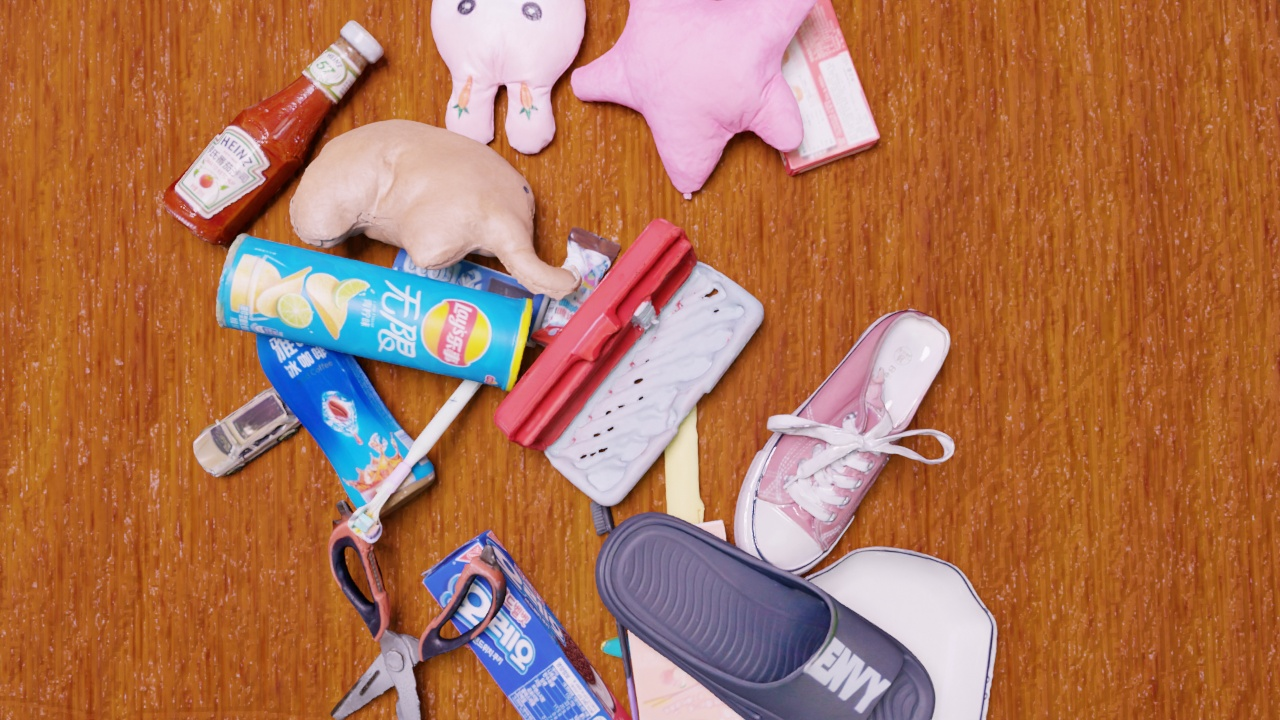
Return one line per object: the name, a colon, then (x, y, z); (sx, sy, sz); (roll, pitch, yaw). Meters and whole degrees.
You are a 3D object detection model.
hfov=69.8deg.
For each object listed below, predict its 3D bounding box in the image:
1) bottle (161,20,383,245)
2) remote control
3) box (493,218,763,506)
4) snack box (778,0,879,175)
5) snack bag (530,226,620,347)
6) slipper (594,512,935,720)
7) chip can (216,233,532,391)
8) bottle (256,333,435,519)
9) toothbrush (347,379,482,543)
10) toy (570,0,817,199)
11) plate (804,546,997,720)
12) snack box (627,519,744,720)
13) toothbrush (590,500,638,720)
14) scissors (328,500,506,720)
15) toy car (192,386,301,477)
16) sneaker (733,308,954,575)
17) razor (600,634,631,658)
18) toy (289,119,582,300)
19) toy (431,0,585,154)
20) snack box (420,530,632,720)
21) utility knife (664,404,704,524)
bottle: (-0.283, -0.180, 0.719); (0.060, 0.060, 0.206); (43, 89, 2)
remote control: (-0.136, -0.053, 0.729); (0.125, 0.024, 0.049); (20, 88, -2)
box: (-0.005, 0.003, 0.685); (0.100, 0.094, 0.201); (38, 88, 19)
snack box: (0.129, -0.231, 0.731); (0.075, 0.025, 0.153); (-20, 87, 1)
snack bag: (-0.053, -0.052, 0.726); (0.045, 0.026, 0.105); (22, 85, -22)
slipper: (0.090, 0.199, 0.640); (0.268, 0.083, 0.110); (31, 77, -1)
chip can: (-0.188, -0.034, 0.667); (0.210, 0.071, 0.071); (13, 88, -10)
bottle: (-0.244, 0.020, 0.708); (0.065, 0.065, 0.218); (-36, 88, -1)
toothbrush: (-0.152, 0.053, 0.688); (0.020, 0.029, 0.189); (5, 49, 37)
toy: (0.036, -0.215, 0.706); (0.195, 0.074, 0.179); (13, 109, 18)
plate: (0.178, 0.275, 0.708); (0.162, 0.034, 0.265); (9, 88, 1)
snack box: (0.033, 0.205, 0.691); (0.084, 0.026, 0.157); (-8, 81, -1)
toothbrush: (-0.018, 0.196, 0.705); (0.017, 0.014, 0.189); (-13, 73, 11)
scissors: (-0.174, 0.205, 0.684); (0.189, 0.015, 0.225); (-10, 100, 22)
toy car: (-0.312, 0.056, 0.724); (0.090, 0.035, 0.042); (-34, 87, 2)
sneaker: (0.154, 0.062, 0.688); (0.118, 0.088, 0.241); (36, 90, 2)
razor: (0.035, 0.225, 0.714); (0.132, 0.028, 0.043); (2, 84, 0)
toy: (-0.143, -0.115, 0.688); (0.226, 0.083, 0.143); (15, 55, 8)
toy: (-0.105, -0.246, 0.725); (0.121, 0.054, 0.159); (3, 96, 2)
snack box: (-0.082, 0.228, 0.701); (0.057, 0.058, 0.207); (-37, 88, 0)
utility knife: (0.034, 0.061, 0.726); (0.031, 0.019, 0.178); (-1, 91, -3)
